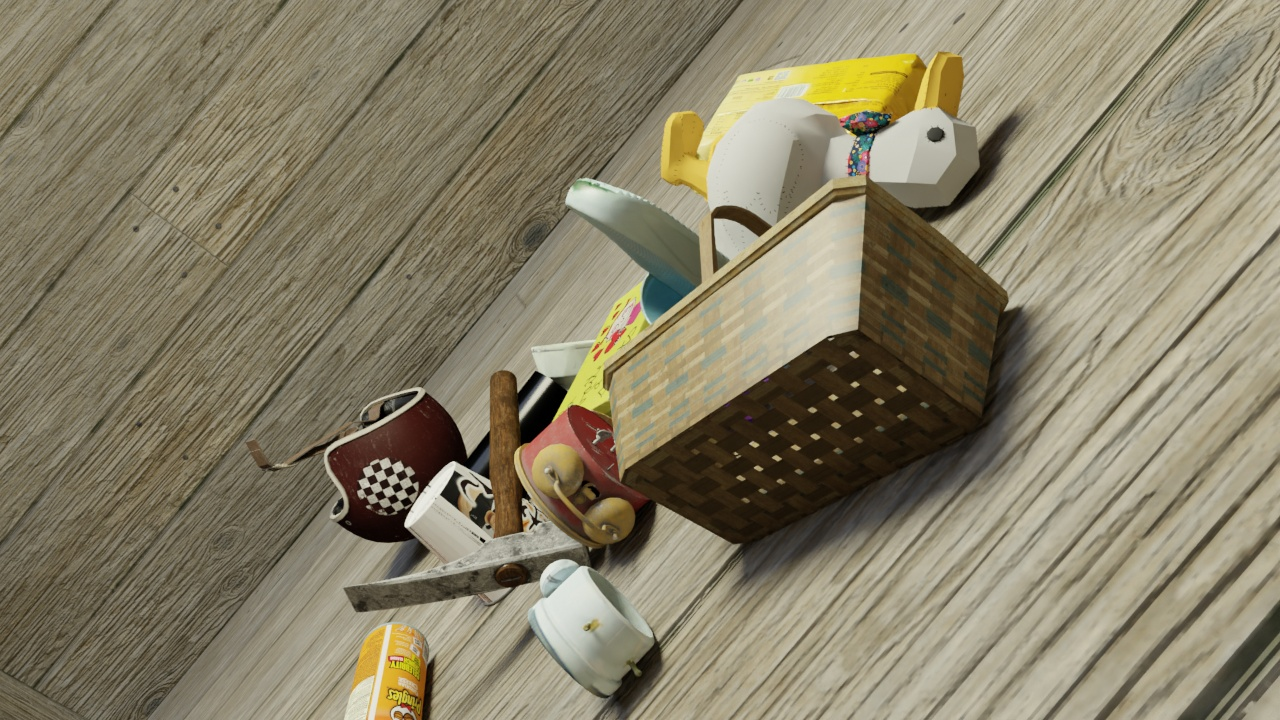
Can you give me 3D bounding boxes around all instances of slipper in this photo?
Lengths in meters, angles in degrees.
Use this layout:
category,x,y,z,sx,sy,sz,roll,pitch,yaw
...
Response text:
category,x,y,z,sx,sy,sz,roll,pitch,yaw
slipper,0.031,-0.055,0.718,0.074,0.245,0.104,-57,35,-1

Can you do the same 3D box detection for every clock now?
category,x,y,z,sx,sy,sz,roll,pitch,yaw
clock,-0.038,0.186,0.657,0.057,0.083,0.117,-45,19,-2
clock,-0.043,0.100,0.805,0.081,0.117,0.158,-43,9,12

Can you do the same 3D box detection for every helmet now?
category,x,y,z,sx,sy,sz,roll,pitch,yaw
helmet,-0.387,0.153,1.388,0.234,0.253,0.233,-23,14,6

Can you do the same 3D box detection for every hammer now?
category,x,y,z,sx,sy,sz,roll,pitch,yaw
hammer,-0.173,0.115,0.930,0.217,0.037,0.300,-12,36,-1

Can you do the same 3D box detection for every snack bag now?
category,x,y,z,sx,sy,sz,roll,pitch,yaw
snack bag,0.171,-0.240,0.927,0.248,0.068,0.159,6,50,38

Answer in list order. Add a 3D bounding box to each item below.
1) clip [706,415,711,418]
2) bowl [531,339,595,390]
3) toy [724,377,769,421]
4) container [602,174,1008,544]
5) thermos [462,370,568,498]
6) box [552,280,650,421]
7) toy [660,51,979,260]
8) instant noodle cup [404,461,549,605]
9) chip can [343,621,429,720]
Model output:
category,x,y,z,sx,sy,sz,roll,pitch,yaw
clip,0.058,0.054,0.825,0.054,0.044,0.049,-45,52,15
bowl,-0.082,0.006,1.200,0.117,0.117,0.061,-177,81,-71
toy,0.062,0.016,0.786,0.106,0.056,0.088,-6,19,10
container,0.098,-0.013,0.611,0.251,0.157,0.185,-38,31,39
thermos,-0.158,0.118,1.151,0.198,0.086,0.086,-53,15,-10
box,-0.006,0.006,0.995,0.125,0.082,0.220,-32,23,48
toy,0.147,-0.149,0.788,0.268,0.140,0.247,20,95,36
instant noodle cup,-0.181,0.180,1.000,0.124,0.122,0.123,-46,16,17
chip can,-0.253,0.344,0.909,0.075,0.075,0.215,-50,15,3
